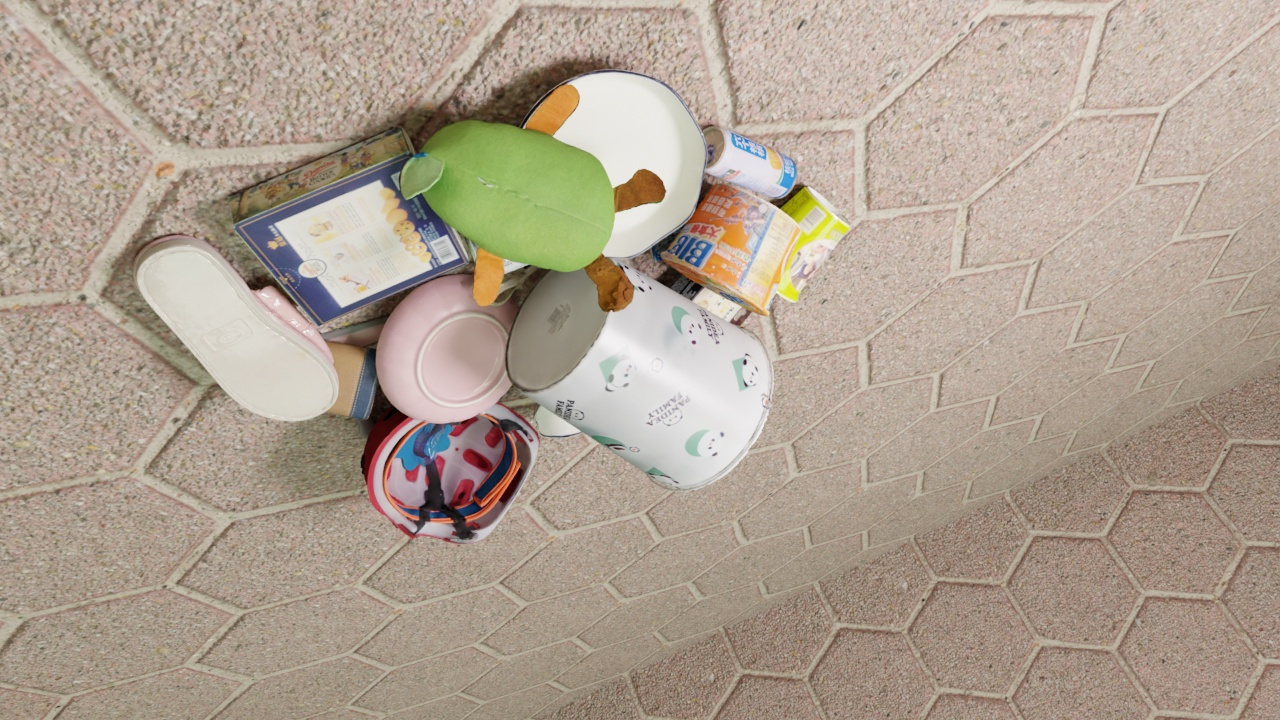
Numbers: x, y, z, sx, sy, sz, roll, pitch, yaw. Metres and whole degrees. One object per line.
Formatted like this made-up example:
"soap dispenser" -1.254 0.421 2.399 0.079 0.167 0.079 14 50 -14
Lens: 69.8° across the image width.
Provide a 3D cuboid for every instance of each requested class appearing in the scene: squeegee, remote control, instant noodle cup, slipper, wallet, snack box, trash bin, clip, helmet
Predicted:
"squeegee" -0.362 0.048 1.162 0.247 0.040 0.250 -19 150 -12
"remote control" 0.028 -0.170 1.121 0.049 0.024 0.125 -23 151 -5
"instant noodle cup" 0.206 -0.158 1.201 0.124 0.111 0.111 -48 144 20
"slipper" -0.419 -0.031 0.969 0.114 0.054 0.274 -31 136 0
"wallet" -0.365 0.020 1.070 0.115 0.033 0.090 10 110 -24
"snack box" 0.105 -0.092 1.246 0.113 0.053 0.125 -49 148 11
"instant noodle cup" 0.115 -0.137 1.107 0.151 0.151 0.111 28 92 -54
"trash bin" -0.006 0.006 1.092 0.230 0.229 0.251 -40 131 23
"clip" -0.153 -0.094 1.079 0.099 0.034 0.070 -32 162 -47
"snack box" -0.288 -0.130 0.931 0.182 0.045 0.178 -23 150 -4
"helmet" -0.274 0.124 1.232 0.239 0.144 0.207 25 95 -42

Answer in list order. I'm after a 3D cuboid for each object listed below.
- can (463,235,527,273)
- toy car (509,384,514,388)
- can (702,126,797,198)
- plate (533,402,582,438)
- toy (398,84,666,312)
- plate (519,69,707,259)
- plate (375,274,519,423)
"can" -0.119 -0.140 1.026 0.146 0.058 0.058 -22 150 -7
"toy car" -0.143 0.000 1.247 0.158 0.042 0.070 -19 150 -16
"can" 0.123 -0.230 1.069 0.134 0.053 0.053 9 135 -44
"plate" -0.058 0.000 1.264 0.161 0.034 0.266 0 130 -49
"toy" -0.102 -0.153 0.878 0.246 0.090 0.227 21 92 -18
"plate" -0.035 -0.202 0.946 0.204 0.045 0.205 -7 125 -10
"plate" -0.216 -0.006 1.095 0.192 0.039 0.193 -17 122 -30
